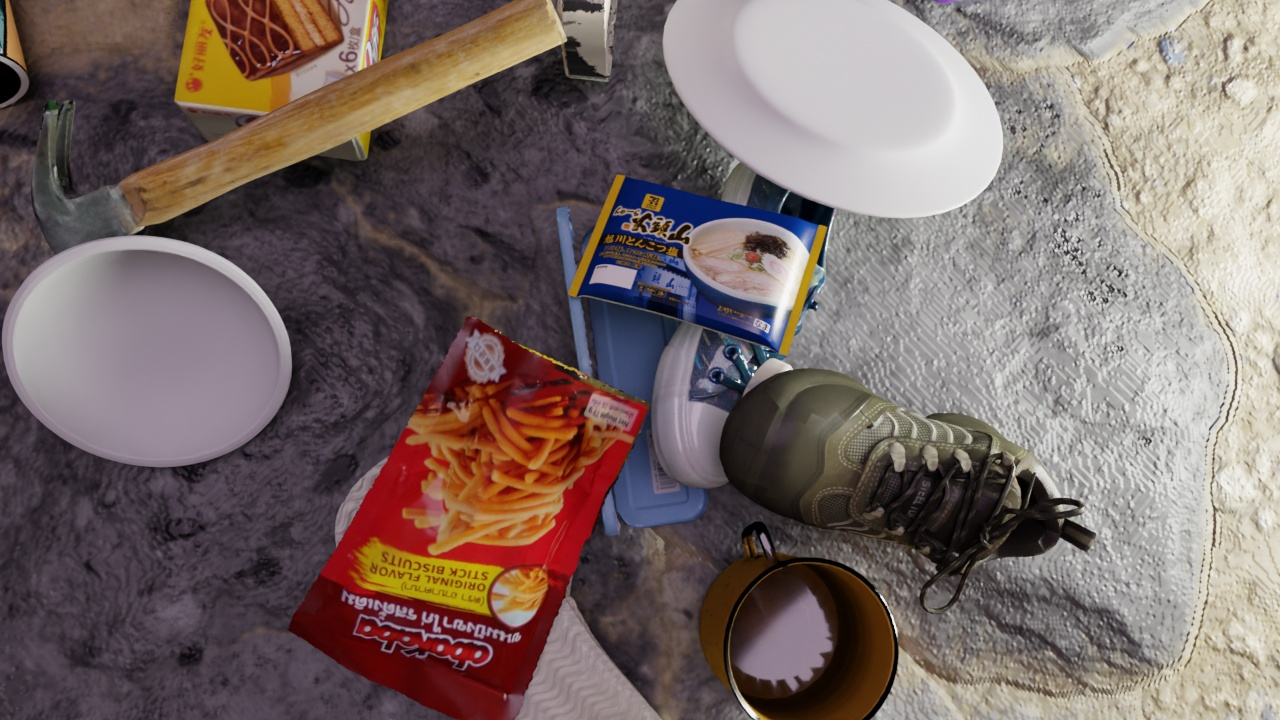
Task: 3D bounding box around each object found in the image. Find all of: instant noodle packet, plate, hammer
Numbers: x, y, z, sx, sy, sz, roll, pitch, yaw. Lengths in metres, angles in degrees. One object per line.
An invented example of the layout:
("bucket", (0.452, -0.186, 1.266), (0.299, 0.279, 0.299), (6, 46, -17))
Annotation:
("instant noodle packet", (0.034, -0.059, 0.546), (0.134, 0.026, 0.087), (16, 70, 12))
("plate", (0.134, -0.192, 0.612), (0.242, 0.016, 0.242), (8, 55, -12))
("hammer", (-0.202, -0.140, 0.547), (0.330, 0.033, 0.132), (-24, 107, 2))

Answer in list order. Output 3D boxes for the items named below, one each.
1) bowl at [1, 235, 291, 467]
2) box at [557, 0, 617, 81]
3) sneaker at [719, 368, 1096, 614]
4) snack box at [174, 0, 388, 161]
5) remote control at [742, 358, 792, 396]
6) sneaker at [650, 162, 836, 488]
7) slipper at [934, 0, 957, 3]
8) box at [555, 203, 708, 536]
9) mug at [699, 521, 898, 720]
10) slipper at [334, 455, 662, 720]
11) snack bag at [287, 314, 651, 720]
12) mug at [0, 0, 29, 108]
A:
("bowl", (-0.285, -0.010, 0.544), (0.149, 0.043, 0.150), (-7, 120, -13))
("box", (-0.041, -0.281, 0.575), (0.058, 0.187, 0.144), (3, 76, 9))
("sneaker", (0.164, 0.084, 0.520), (0.237, 0.143, 0.101), (11, 108, -31))
("snack box", (-0.225, -0.256, 0.604), (0.110, 0.062, 0.230), (6, 81, -7))
("remote control", (0.094, 0.040, 0.576), (0.018, 0.125, 0.038), (28, 78, 34))
("sneaker", (0.079, -0.029, 0.585), (0.087, 0.079, 0.235), (29, 71, -35))
("slipper", (0.153, -0.366, 0.669), (0.266, 0.084, 0.107), (35, 90, -20))
("box", (-0.003, 0.003, 0.586), (0.073, 0.085, 0.209), (-10, 83, 3))
("mug", (0.086, 0.157, 0.560), (0.100, 0.094, 0.123), (-18, 85, -9))
("slipper", (-0.079, 0.166, 0.561), (0.115, 0.052, 0.263), (-39, 98, -15))
("snack bag", (-0.090, 0.092, 0.515), (0.139, 0.066, 0.208), (28, 91, -16))
("mug", (-0.449, -0.208, 0.564), (0.118, 0.081, 0.098), (-20, 83, 13))
